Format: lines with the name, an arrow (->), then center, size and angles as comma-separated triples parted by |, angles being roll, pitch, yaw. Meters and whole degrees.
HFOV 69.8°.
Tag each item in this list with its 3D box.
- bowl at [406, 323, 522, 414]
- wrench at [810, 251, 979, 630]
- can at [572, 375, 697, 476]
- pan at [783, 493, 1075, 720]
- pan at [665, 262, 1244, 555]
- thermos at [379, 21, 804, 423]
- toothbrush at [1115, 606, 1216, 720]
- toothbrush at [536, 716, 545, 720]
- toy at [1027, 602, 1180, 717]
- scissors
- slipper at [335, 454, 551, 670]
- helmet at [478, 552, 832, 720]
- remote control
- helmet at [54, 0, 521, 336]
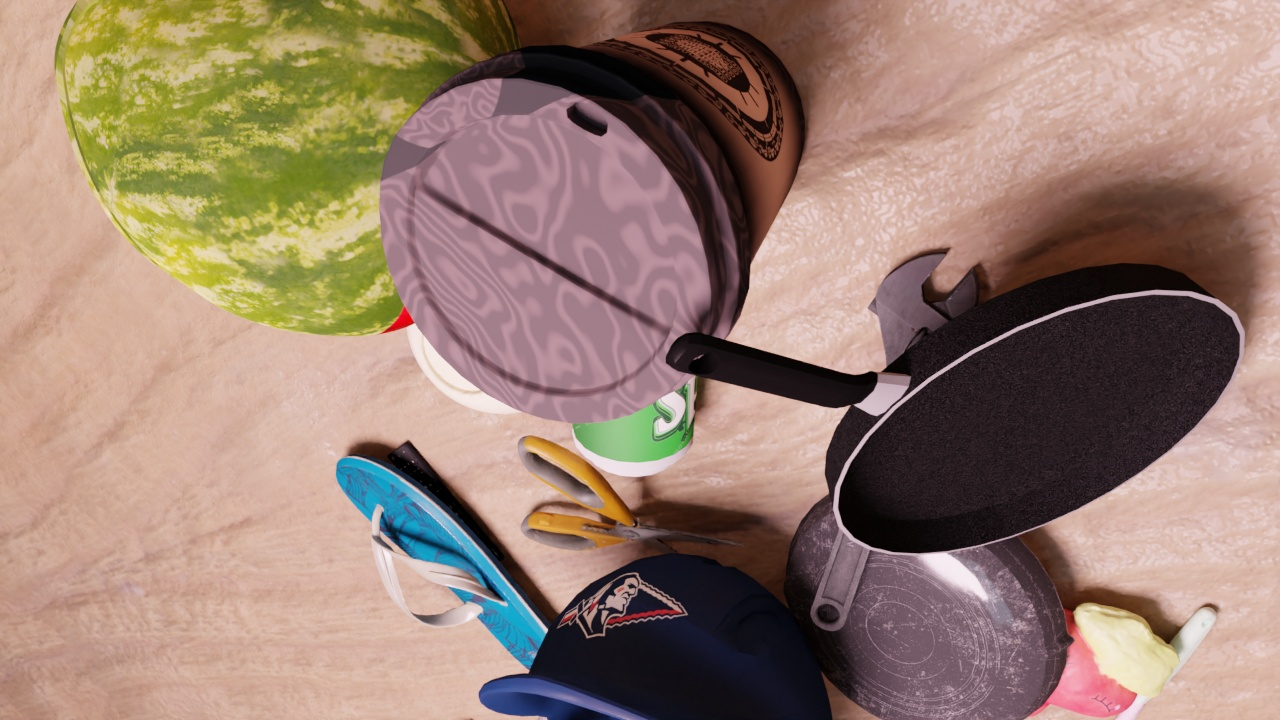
bowl -> -0.112, -0.020, 0.665 | 0.151, 0.075, 0.151 | 12, 122, 20
wrench -> 0.157, 0.061, 0.596 | 0.073, 0.018, 0.274 | 19, 111, 15
can -> -0.004, 0.004, 0.631 | 0.088, 0.087, 0.140 | 13, 123, 19
pan -> 0.202, 0.256, 0.671 | 0.208, 0.040, 0.357 | 2, 109, 37
pan -> 0.155, 0.022, 0.466 | 0.355, 0.034, 0.226 | 14, 131, -33
thermos -> -0.003, -0.093, 0.486 | 0.173, 0.225, 0.173 | 12, 123, 19
toothbrush -> 0.352, 0.223, 0.633 | 0.022, 0.015, 0.155 | 21, 125, 11
toothbrush -> -0.054, 0.264, 0.753 | 0.010, 0.181, 0.010 | -17, 112, 47
toy -> 0.296, 0.210, 0.634 | 0.091, 0.045, 0.135 | 51, 129, -4
scissors -> -0.029, 0.122, 0.719 | 0.226, 0.016, 0.230 | -2, 141, 35
slipper -> -0.178, 0.202, 0.842 | 0.295, 0.060, 0.118 | 47, 136, -8
helmet -> 0.016, 0.246, 0.652 | 0.233, 0.222, 0.272 | -6, 154, 37
remote control -> -0.178, 0.134, 0.843 | 0.030, 0.009, 0.140 | -31, 102, 36
helmet -> -0.183, -0.135, 0.555 | 0.247, 0.212, 0.243 | -16, 91, 18
